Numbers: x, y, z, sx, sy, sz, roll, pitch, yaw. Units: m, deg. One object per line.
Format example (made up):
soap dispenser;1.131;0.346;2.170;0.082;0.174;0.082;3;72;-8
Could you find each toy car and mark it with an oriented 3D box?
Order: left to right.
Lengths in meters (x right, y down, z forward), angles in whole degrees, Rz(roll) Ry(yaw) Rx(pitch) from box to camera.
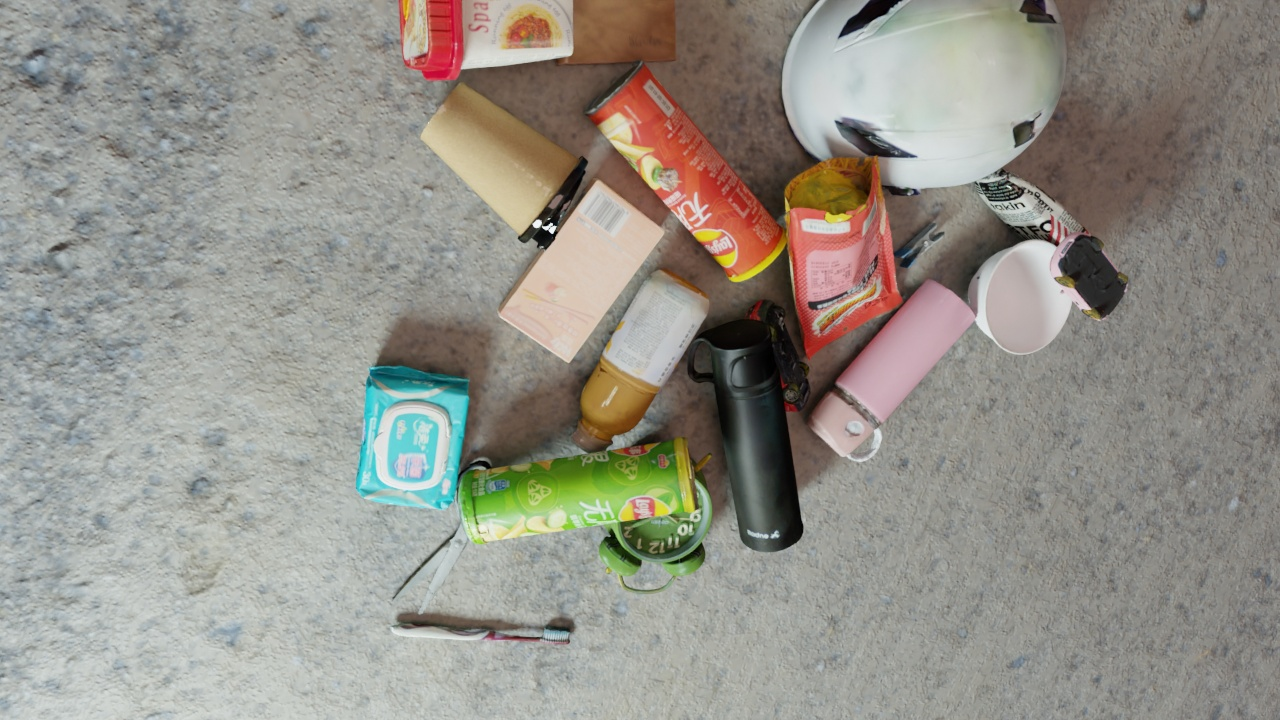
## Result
toy car;0.134;-0.003;0.925;0.045;0.052;0.120;-11;115;29
toy car;0.452;-0.086;0.932;0.122;0.037;0.056;32;96;-37

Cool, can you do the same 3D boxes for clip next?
clip;0.289;-0.119;0.949;0.058;0.026;0.038;-43;104;-4

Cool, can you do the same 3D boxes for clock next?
clock;0.016;0.165;0.941;0.116;0.056;0.161;4;105;-15

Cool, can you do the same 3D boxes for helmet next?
helmet;0.276;-0.261;0.838;0.258;0.146;0.229;-6;107;-13

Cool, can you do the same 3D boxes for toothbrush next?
toothbrush;-0.162;0.280;0.949;0.187;0.016;0.017;9;95;-17

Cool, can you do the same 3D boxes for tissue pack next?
tissue pack;-0.212;0.069;0.855;0.093;0.050;0.133;6;104;-16

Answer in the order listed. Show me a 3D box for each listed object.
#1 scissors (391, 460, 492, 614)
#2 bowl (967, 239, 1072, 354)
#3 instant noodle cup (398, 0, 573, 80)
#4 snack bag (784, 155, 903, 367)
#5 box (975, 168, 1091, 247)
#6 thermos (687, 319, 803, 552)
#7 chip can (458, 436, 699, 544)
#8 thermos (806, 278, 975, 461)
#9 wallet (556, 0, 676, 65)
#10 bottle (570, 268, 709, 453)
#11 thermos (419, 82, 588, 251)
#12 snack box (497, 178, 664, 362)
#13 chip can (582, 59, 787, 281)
scissors;-0.175;0.179;0.917;0.163;0.014;0.165;-6;106;-13
bowl;0.385;-0.070;0.962;0.118;0.065;0.118;-5;104;-22
instant noodle cup;-0.125;-0.289;0.749;0.124;0.117;0.116;-7;107;-26
snack bag;0.195;-0.092;0.886;0.128;0.073;0.208;-36;140;-10
box;0.412;-0.144;0.953;0.164;0.068;0.051;34;76;-18
thermos;0.106;0.077;0.920;0.068;0.090;0.243;-47;133;-47
chip can;-0.059;0.123;0.860;0.221;0.072;0.072;-10;108;3
thermos;0.264;0.017;0.958;0.087;0.067;0.198;39;92;-19
wallet;-0.022;-0.316;0.813;0.115;0.020;0.101;-8;109;-15
bottle;-0.005;0.005;0.882;0.068;0.068;0.190;27;100;-20
thermos;-0.115;-0.170;0.796;0.143;0.093;0.093;37;94;-13
snack box;-0.056;-0.084;0.865;0.084;0.026;0.157;35;95;-21
chip can;0.045;-0.170;0.843;0.073;0.073;0.216;-44;112;0
